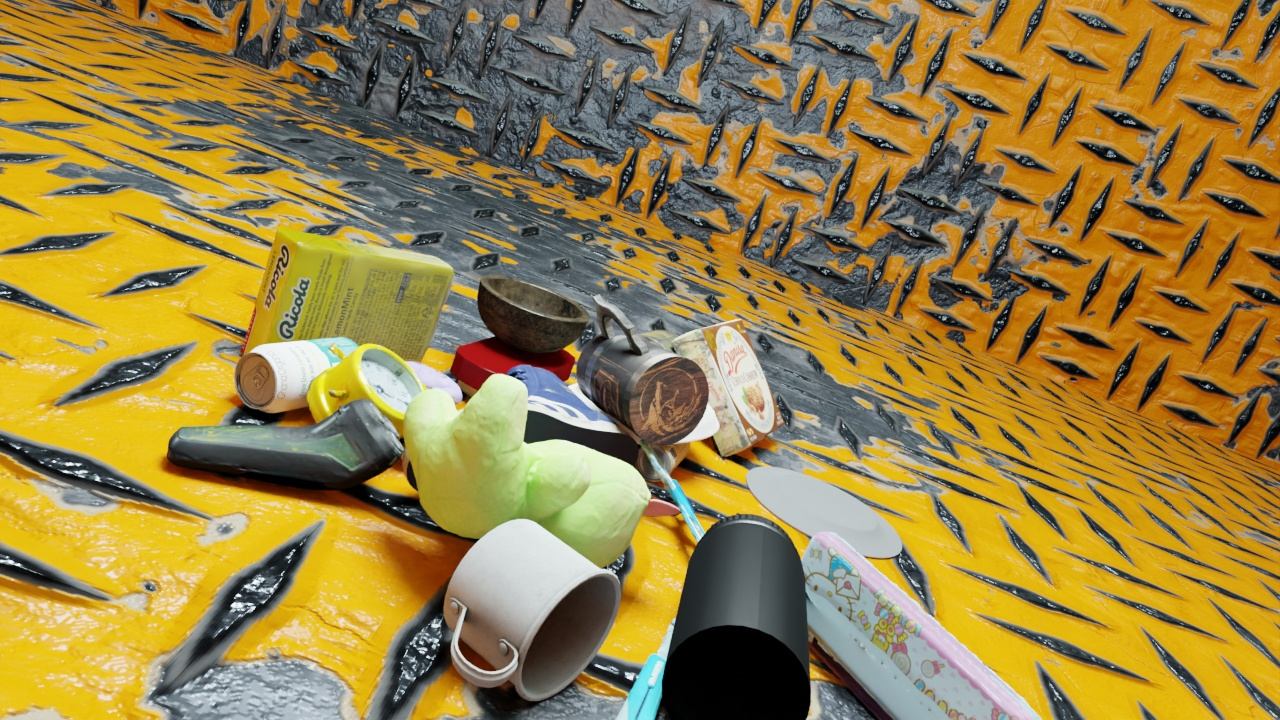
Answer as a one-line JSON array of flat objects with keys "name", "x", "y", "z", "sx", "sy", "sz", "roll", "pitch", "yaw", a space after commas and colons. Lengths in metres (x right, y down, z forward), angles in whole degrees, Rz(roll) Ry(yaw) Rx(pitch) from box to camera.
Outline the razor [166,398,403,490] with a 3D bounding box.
[{"name": "razor", "x": -0.243, "y": 0.055, "z": 0.635, "sx": 0.151, "sy": 0.067, "sz": 0.054, "roll": 6, "pitch": 16, "yaw": -23}]

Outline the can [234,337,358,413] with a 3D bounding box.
[{"name": "can", "x": -0.276, "y": 0.011, "z": 0.753, "sx": 0.055, "sy": 0.055, "sz": 0.101, "roll": 28, "pitch": 16, "yaw": 20}]

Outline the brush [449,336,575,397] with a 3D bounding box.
[{"name": "brush", "x": -0.134, "y": 0.012, "z": 0.969, "sx": 0.082, "sy": 0.042, "sz": 0.173, "roll": 25, "pitch": 16, "yaw": 12}]

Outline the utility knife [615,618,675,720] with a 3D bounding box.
[{"name": "utility knife", "x": 0.006, "y": 0.199, "z": 0.579, "sx": 0.022, "sy": 0.015, "sz": 0.166, "roll": 23, "pitch": 13, "yaw": 7}]

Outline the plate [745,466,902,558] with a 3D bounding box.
[{"name": "plate", "x": 0.198, "y": 0.156, "z": 0.984, "sx": 0.178, "sy": 0.012, "sz": 0.178, "roll": 20, "pitch": 15, "yaw": -6}]

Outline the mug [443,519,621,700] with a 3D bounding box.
[{"name": "mug", "x": -0.072, "y": 0.145, "z": 0.525, "sx": 0.070, "sy": 0.084, "sz": 0.113, "roll": 28, "pitch": 22, "yaw": 31}]

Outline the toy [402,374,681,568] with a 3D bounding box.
[{"name": "toy", "x": -0.073, "y": 0.092, "z": 0.630, "sx": 0.150, "sy": 0.107, "sz": 0.197, "roll": -8, "pitch": -41, "yaw": 43}]

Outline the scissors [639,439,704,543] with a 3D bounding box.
[{"name": "scissors", "x": 0.042, "y": 0.133, "z": 0.805, "sx": 0.140, "sy": 0.013, "sz": 0.118, "roll": 55, "pitch": -1, "yaw": 31}]

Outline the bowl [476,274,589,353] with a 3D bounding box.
[{"name": "bowl", "x": -0.120, "y": -0.041, "z": 0.975, "sx": 0.121, "sy": 0.056, "sz": 0.121, "roll": 20, "pitch": 15, "yaw": -6}]

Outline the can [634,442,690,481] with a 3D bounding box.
[{"name": "can", "x": 0.023, "y": 0.092, "z": 0.915, "sx": 0.038, "sy": 0.038, "sz": 0.079, "roll": 25, "pitch": 16, "yaw": 11}]

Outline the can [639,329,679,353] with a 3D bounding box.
[{"name": "can", "x": 0.012, "y": 0.011, "z": 1.076, "sx": 0.090, "sy": 0.090, "sz": 0.074, "roll": 27, "pitch": 16, "yaw": 18}]

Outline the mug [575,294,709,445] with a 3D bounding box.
[{"name": "mug", "x": -0.005, "y": 0.005, "z": 0.818, "sx": 0.079, "sy": 0.116, "sz": 0.107, "roll": -23, "pitch": 26, "yaw": -23}]

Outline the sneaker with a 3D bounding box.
[{"name": "sneaker", "x": -0.118, "y": 0.048, "z": 0.770, "sx": 0.232, "sy": 0.091, "sz": 0.118, "roll": 7, "pitch": 26, "yaw": -46}]

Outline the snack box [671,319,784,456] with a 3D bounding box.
[{"name": "snack box", "x": 0.107, "y": 0.028, "z": 1.086, "sx": 0.143, "sy": 0.041, "sz": 0.147, "roll": -15, "pitch": 81, "yaw": -64}]

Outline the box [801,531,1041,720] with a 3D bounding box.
[{"name": "box", "x": 0.200, "y": 0.212, "z": 0.645, "sx": 0.090, "sy": 0.091, "sz": 0.214, "roll": 10, "pitch": 19, "yaw": -35}]

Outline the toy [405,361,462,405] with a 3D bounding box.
[{"name": "toy", "x": -0.211, "y": 0.023, "z": 0.838, "sx": 0.080, "sy": 0.036, "sz": 0.099, "roll": 27, "pitch": 15, "yaw": 22}]

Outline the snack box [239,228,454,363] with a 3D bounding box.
[{"name": "snack box", "x": -0.266, "y": -0.051, "z": 0.854, "sx": 0.045, "sy": 0.121, "sz": 0.180, "roll": 33, "pitch": 18, "yaw": 33}]

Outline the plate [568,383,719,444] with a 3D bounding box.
[{"name": "plate", "x": -0.008, "y": 0.045, "z": 0.946, "sx": 0.182, "sy": 0.034, "sz": 0.182, "roll": 5, "pitch": 11, "yaw": -1}]

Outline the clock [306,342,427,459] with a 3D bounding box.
[{"name": "clock", "x": -0.204, "y": 0.038, "z": 0.728, "sx": 0.118, "sy": 0.057, "sz": 0.083, "roll": 38, "pitch": 22, "yaw": -40}]

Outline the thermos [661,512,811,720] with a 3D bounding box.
[{"name": "thermos", "x": 0.069, "y": 0.169, "z": 0.623, "sx": 0.086, "sy": 0.086, "sz": 0.198, "roll": 23, "pitch": 15, "yaw": 3}]
